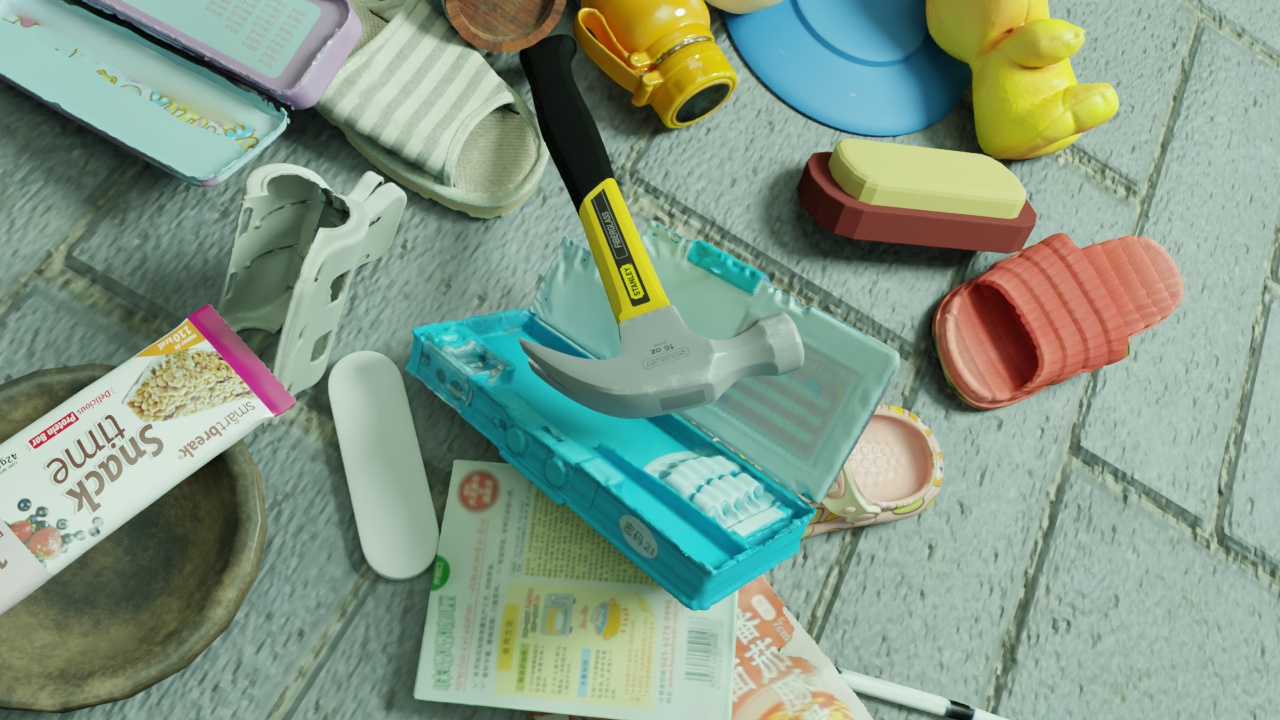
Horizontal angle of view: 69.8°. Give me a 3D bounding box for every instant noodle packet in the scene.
[{"bbox_3d":[0.060,0.238,0.503,0.164,0.084,0.221,-28,69,-18],"label":"instant noodle packet"}]

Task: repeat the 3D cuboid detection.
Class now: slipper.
[{"bbox_3d":[-0.179,-0.195,0.596,0.272,0.054,0.114,36,60,0],"label":"slipper"},{"bbox_3d":[0.318,-0.042,0.673,0.248,0.059,0.103,-22,78,-23],"label":"slipper"},{"bbox_3d":[0.110,0.060,0.565,0.197,0.082,0.093,-5,71,-19],"label":"slipper"}]

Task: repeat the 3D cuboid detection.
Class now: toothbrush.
[{"bbox_3d":[0.187,0.213,0.565,0.186,0.017,0.012,18,78,-8],"label":"toothbrush"}]

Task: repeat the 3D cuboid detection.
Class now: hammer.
[{"bbox_3d":[-0.026,-0.096,0.527,0.127,0.029,0.323,-19,50,-2],"label":"hammer"}]

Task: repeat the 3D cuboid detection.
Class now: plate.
[{"bbox_3d":[0.173,-0.283,0.738,0.224,0.024,0.224,5,69,-14],"label":"plate"}]

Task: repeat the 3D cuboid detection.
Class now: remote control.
[{"bbox_3d":[-0.149,0.059,0.530,0.043,0.013,0.136,-12,74,-19],"label":"remote control"}]

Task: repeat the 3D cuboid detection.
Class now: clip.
[{"bbox_3d":[-0.192,-0.056,0.506,0.105,0.127,0.151,20,44,-19],"label":"clip"}]

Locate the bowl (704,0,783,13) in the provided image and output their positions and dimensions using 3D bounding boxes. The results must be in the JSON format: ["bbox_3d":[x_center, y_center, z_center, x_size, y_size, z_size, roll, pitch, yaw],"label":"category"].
[{"bbox_3d":[0.076,-0.301,0.677,0.118,0.074,0.117,0,67,1],"label":"bowl"}]

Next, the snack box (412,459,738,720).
[{"bbox_3d":[-0.030,0.125,0.502,0.168,0.027,0.131,3,69,7],"label":"snack box"}]

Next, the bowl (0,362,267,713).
[{"bbox_3d":[-0.269,0.088,0.454,0.162,0.070,0.162,5,69,-14],"label":"bowl"}]

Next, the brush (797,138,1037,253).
[{"bbox_3d":[0.202,-0.121,0.658,0.173,0.042,0.082,3,40,-15],"label":"brush"}]

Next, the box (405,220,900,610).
[{"bbox_3d":[0.001,0.016,0.499,0.227,0.087,0.168,34,66,31],"label":"box"}]

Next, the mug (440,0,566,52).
[{"bbox_3d":[-0.117,-0.272,0.604,0.117,0.082,0.111,4,45,-32],"label":"mug"}]

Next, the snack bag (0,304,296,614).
[{"bbox_3d":[-0.261,0.054,0.419,0.196,0.016,0.070,-41,87,-24],"label":"snack bag"}]

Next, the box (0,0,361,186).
[{"bbox_3d":[-0.291,-0.195,0.546,0.214,0.041,0.151,29,69,11],"label":"box"}]

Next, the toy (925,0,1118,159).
[{"bbox_3d":[0.277,-0.245,0.705,0.087,0.134,0.194,-25,95,11],"label":"toy"}]

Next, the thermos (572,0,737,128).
[{"bbox_3d":[-0.021,-0.272,0.655,0.091,0.076,0.232,-30,80,2],"label":"thermos"}]
